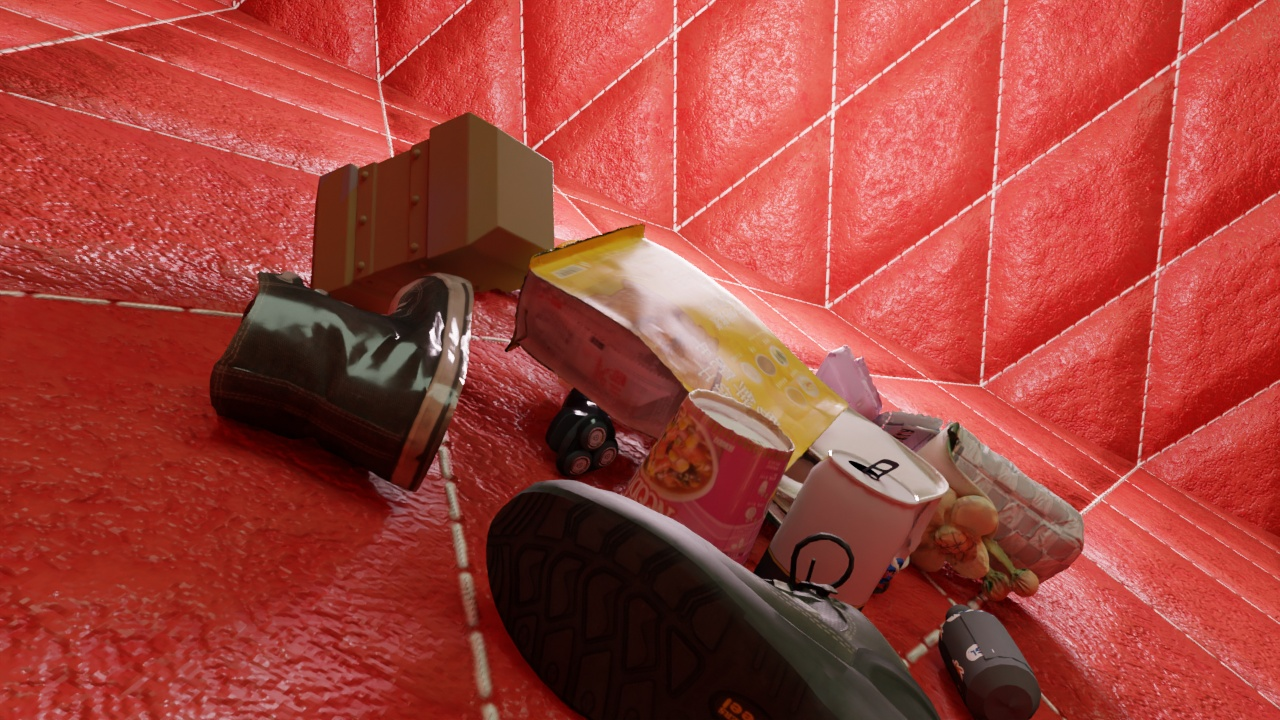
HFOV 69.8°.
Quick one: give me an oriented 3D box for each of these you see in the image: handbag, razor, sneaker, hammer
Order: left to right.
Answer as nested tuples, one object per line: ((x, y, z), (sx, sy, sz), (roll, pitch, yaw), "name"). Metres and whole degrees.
((-0.172, -0.012, 0.555), (0.120, 0.095, 0.234), (23, 21, -16), "sneaker")
((-0.095, -0.075, 0.791), (0.191, 0.100, 0.324), (-12, -19, 30), "hammer")
((-0.044, 0.045, 0.681), (0.052, 0.047, 0.143), (29, 9, -12), "razor")
((0.052, 0.123, 0.422), (0.238, 0.101, 0.142), (36, 20, 19), "sneaker")
((0.122, 0.091, 0.712), (0.199, 0.093, 0.201), (6, 26, -45), "handbag")
((0.303, 0.148, 0.807), (0.171, 0.113, 0.123), (32, 39, -9), "handbag")

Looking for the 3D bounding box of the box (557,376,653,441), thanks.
((-0.003, -0.003, 0.768), (0.107, 0.076, 0.102), (30, 41, 22), "box")

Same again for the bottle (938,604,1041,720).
((0.224, 0.195, 0.604), (0.047, 0.047, 0.112), (26, 12, -3), "bottle")

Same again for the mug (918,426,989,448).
((0.320, 0.122, 1.027), (0.104, 0.085, 0.111), (24, 41, 15), "mug")

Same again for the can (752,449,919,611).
((0.112, 0.109, 0.538), (0.064, 0.127, 0.064), (25, 13, -7), "can")

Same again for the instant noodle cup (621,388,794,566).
((0.036, 0.080, 0.545), (0.097, 0.109, 0.097), (24, 14, -7), "instant noodle cup")

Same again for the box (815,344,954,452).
((0.222, 0.067, 0.914), (0.150, 0.073, 0.202), (41, -12, 13), "box")

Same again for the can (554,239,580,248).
((-0.066, -0.093, 1.084), (0.079, 0.079, 0.142), (21, 14, -23), "can")

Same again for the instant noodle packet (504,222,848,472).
((0.035, -0.001, 0.676), (0.221, 0.084, 0.162), (35, 29, 17), "instant noodle packet")
